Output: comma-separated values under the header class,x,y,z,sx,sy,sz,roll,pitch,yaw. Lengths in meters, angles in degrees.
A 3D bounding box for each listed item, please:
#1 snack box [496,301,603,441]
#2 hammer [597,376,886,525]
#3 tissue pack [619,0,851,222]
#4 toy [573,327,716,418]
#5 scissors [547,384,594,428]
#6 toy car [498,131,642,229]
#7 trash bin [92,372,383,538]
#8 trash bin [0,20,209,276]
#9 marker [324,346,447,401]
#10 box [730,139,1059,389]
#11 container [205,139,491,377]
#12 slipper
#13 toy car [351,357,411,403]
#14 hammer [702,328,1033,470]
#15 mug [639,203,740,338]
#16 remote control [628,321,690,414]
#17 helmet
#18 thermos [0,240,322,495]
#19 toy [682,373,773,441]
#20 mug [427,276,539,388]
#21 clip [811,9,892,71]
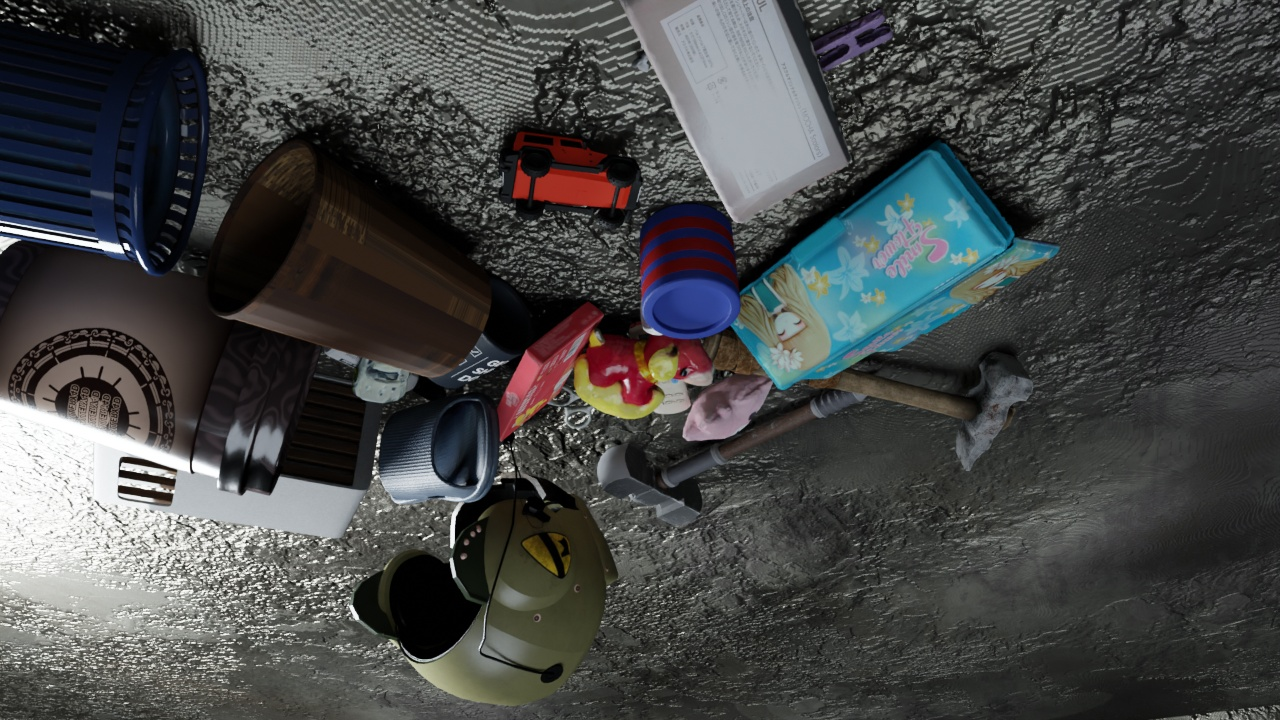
class,x,y,z,sx,sy,sz,roll,pitch,yaw
snack box,-0.086,0.011,0.822,0.021,0.089,0.133,43,139,7
hammer,0.115,0.085,0.977,0.323,0.043,0.156,-29,137,30
tissue pack,0.056,-0.180,0.576,0.104,0.071,0.181,-26,139,12
toy,-0.005,0.005,0.812,0.138,0.067,0.105,-26,128,39
scissors,-0.029,0.026,0.905,0.172,0.014,0.090,-29,122,19
toy car,-0.050,-0.130,0.647,0.100,0.048,0.051,5,144,-10
trash bin,-0.378,0.078,0.873,0.228,0.114,0.115,14,142,-22
trash bin,-0.406,-0.141,0.541,0.249,0.139,0.140,10,144,-14
marker,-0.235,0.009,0.859,0.025,0.025,0.125,-28,137,33
box,0.196,-0.050,0.735,0.172,0.083,0.228,31,134,-24
container,-0.206,-0.062,0.679,0.132,0.132,0.167,-26,144,30
slipper,-0.214,0.086,0.876,0.082,0.101,0.264,11,162,-31
toy car,-0.222,-0.001,0.815,0.048,0.033,0.106,9,125,-30
hammer,0.210,0.023,0.869,0.318,0.048,0.122,13,123,-12
mug,0.029,-0.059,0.728,0.075,0.076,0.112,15,142,-22
remote control,0.020,0.006,0.863,0.038,0.018,0.126,-9,136,8
helmet,-0.144,0.219,0.947,0.232,0.255,0.251,30,136,-35
thermos,-0.385,0.001,0.729,0.226,0.172,0.173,18,141,-16
toy,0.077,0.050,0.889,0.099,0.095,0.053,-38,87,40
mug,-0.134,-0.023,0.790,0.078,0.071,0.105,-26,165,30
clip,0.135,-0.201,0.585,0.037,0.013,0.053,28,133,-37
